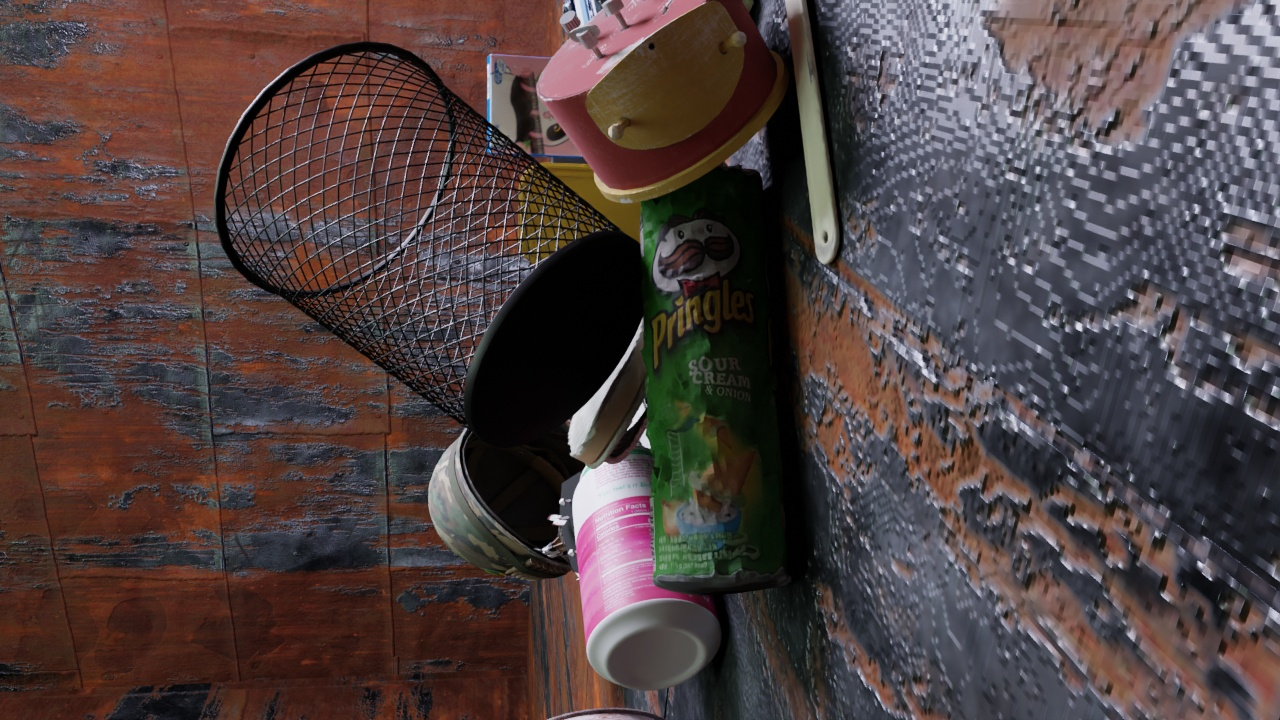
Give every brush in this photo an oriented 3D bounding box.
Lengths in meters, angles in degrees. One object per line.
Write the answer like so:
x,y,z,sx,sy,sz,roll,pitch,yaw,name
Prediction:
0.078,-0.148,0.440,0.033,0.012,0.217,120,147,-70,brush

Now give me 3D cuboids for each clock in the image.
-0.041,0.167,0.839,0.114,0.065,0.155,60,144,32,clock
0.001,-0.159,0.484,0.081,0.117,0.158,50,-173,-32,clock

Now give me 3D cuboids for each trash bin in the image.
-0.119,-0.064,0.566,0.210,0.183,0.184,37,141,24,trash bin

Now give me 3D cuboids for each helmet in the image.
-0.110,0.143,1.013,0.237,0.224,0.192,-45,33,41,helmet

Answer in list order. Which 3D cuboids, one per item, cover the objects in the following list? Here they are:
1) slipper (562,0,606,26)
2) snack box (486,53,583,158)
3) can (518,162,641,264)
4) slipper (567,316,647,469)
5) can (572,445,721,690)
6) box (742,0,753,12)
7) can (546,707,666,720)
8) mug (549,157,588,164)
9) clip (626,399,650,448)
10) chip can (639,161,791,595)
-0.018,-0.301,0.720,0.095,0.105,0.252,127,141,-63,slipper
-0.063,-0.230,0.843,0.033,0.154,0.088,-134,45,-73,snack box
-0.027,-0.107,0.700,0.101,0.130,0.072,-136,47,-81,can
-0.004,0.004,0.699,0.115,0.054,0.272,-61,7,19,slipper
0.000,0.142,0.648,0.165,0.088,0.088,-103,16,-53,can
0.037,-0.282,0.581,0.141,0.048,0.187,96,169,-49,box
-0.033,0.319,0.710,0.044,0.130,0.130,-99,13,-45,can
-0.049,-0.161,0.952,0.078,0.088,0.113,110,159,-63,mug
0.003,0.076,0.855,0.101,0.041,0.054,-108,39,-64,clip
0.037,0.009,0.486,0.075,0.075,0.223,122,146,-73,chip can
